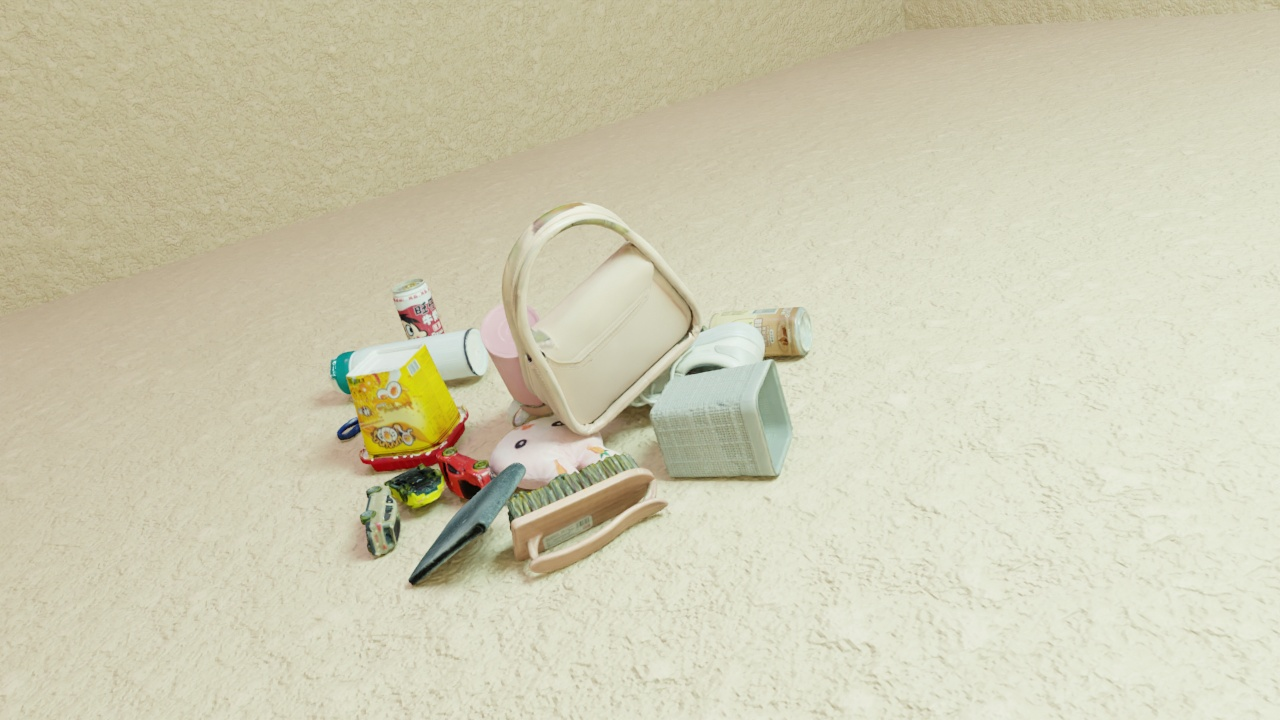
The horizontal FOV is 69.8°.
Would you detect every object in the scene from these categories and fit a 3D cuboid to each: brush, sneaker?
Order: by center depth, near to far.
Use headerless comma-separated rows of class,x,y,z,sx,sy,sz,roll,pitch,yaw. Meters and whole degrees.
brush,-0.049,0.139,0.843,0.145,0.063,0.073,-21,53,-20
sneaker,0.022,0.027,1.030,0.243,0.089,0.090,-11,45,26

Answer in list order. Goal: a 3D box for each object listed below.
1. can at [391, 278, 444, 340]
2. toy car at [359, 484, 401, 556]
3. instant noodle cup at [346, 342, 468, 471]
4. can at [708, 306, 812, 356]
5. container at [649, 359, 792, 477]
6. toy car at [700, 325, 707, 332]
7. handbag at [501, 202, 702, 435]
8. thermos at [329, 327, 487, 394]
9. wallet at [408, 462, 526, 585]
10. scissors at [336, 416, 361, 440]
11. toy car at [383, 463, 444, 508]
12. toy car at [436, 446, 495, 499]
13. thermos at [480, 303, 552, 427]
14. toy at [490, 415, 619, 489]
can,-0.317,-0.050,1.337,0.053,0.133,0.053,-12,23,5
toy car,-0.264,0.161,0.941,0.035,0.042,0.090,-8,23,-9
instant noodle cup,-0.283,0.052,1.094,0.116,0.124,0.115,-8,24,17
can,0.145,-0.033,1.111,0.116,0.058,0.058,-2,26,28
container,0.079,0.061,0.902,0.114,0.090,0.090,-8,23,24
toy car,0.051,-0.037,1.209,0.048,0.031,0.105,-14,24,-22
handbag,-0.052,-0.054,0.908,0.193,0.234,0.093,-45,53,-11
thermos,-0.329,0.005,1.289,0.224,0.073,0.073,-9,24,15
wallet,-0.163,0.153,0.858,0.121,0.019,0.097,-40,9,29
scissors,-0.343,0.065,1.248,0.163,0.012,0.174,7,30,43
toy car,-0.243,0.138,0.994,0.048,0.032,0.105,-27,14,-27
toy car,-0.185,0.124,0.967,0.031,0.049,0.106,-29,28,-33
thermos,-0.135,0.013,1.036,0.067,0.199,0.087,34,72,15
toy,-0.083,0.102,0.955,0.121,0.054,0.160,-28,34,-35
